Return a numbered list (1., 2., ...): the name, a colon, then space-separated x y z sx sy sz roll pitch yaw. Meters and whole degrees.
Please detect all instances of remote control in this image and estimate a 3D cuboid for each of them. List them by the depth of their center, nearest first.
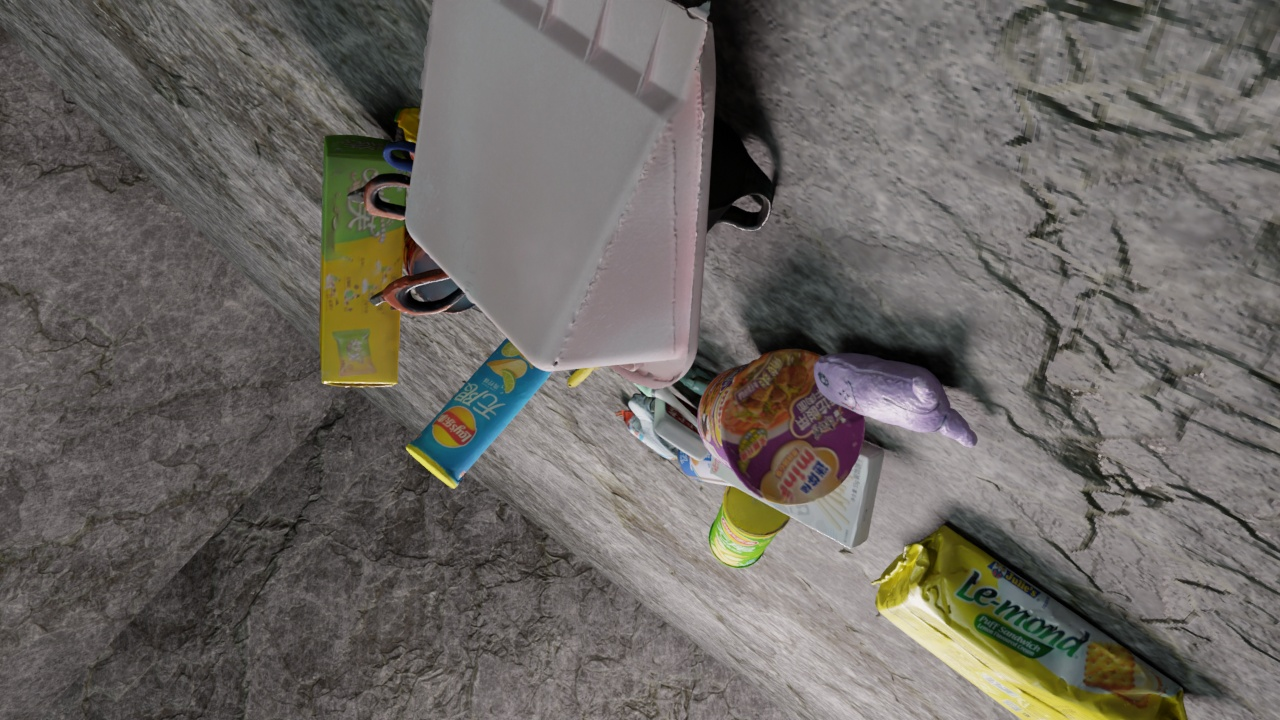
1. remote control: 0.039 0.059 0.882 0.056 0.020 0.136 34 -171 -4

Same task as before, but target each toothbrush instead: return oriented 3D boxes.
1. toothbrush: -0.005 0.005 0.857 0.224 0.026 0.027 43 125 27
2. toothbrush: -0.066 0.014 1.086 0.015 0.016 0.190 42 163 -4

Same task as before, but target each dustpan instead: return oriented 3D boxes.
1. dustpan: -0.032 -0.110 0.543 0.222 0.138 0.274 47 127 32

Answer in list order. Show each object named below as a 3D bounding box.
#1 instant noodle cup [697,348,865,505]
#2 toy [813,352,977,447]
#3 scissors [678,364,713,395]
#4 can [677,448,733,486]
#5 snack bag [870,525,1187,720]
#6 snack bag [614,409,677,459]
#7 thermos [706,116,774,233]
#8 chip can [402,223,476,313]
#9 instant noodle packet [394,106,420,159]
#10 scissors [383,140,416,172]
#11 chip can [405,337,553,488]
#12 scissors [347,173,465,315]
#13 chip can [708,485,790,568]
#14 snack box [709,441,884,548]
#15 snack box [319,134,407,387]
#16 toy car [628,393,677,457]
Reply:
1. instant noodle cup: 0.098 0.046 0.694 0.111 0.111 0.099 43 172 -11
2. toy: 0.161 0.022 0.598 0.084 0.039 0.108 41 164 -35
3. scissors: -0.014 -0.014 0.794 0.170 0.019 0.181 33 -168 12
4. can: 0.088 0.097 0.912 0.053 0.053 0.135 44 162 -15
5. snack bag: 0.315 0.243 0.783 0.246 0.068 0.158 35 162 13
6. snack bag: 0.014 0.089 1.092 0.104 0.026 0.048 37 175 10
7. thermos: 0.008 -0.079 0.616 0.090 0.068 0.243 21 163 -13
8. chip can: -0.195 -0.101 0.882 0.071 0.071 0.215 48 177 -25
9. instant noodle packet: -0.155 -0.157 0.803 0.111 0.044 0.128 31 161 13
10. scissors: -0.125 -0.136 0.734 0.173 0.012 0.162 16 155 16
11. chip can: -0.170 0.043 1.048 0.071 0.210 0.071 36 163 13
12. scissors: -0.130 -0.086 0.744 0.189 0.227 0.015 57 -160 -34
13. chip can: 0.119 0.183 1.031 0.072 0.072 0.221 36 163 12
14. snack box: 0.128 0.087 0.777 0.157 0.026 0.085 24 119 40
15. snack box: -0.264 -0.098 0.863 0.070 0.210 0.157 1 -162 -20
16. toy car: 0.021 0.072 1.026 0.090 0.034 0.043 48 165 -20
